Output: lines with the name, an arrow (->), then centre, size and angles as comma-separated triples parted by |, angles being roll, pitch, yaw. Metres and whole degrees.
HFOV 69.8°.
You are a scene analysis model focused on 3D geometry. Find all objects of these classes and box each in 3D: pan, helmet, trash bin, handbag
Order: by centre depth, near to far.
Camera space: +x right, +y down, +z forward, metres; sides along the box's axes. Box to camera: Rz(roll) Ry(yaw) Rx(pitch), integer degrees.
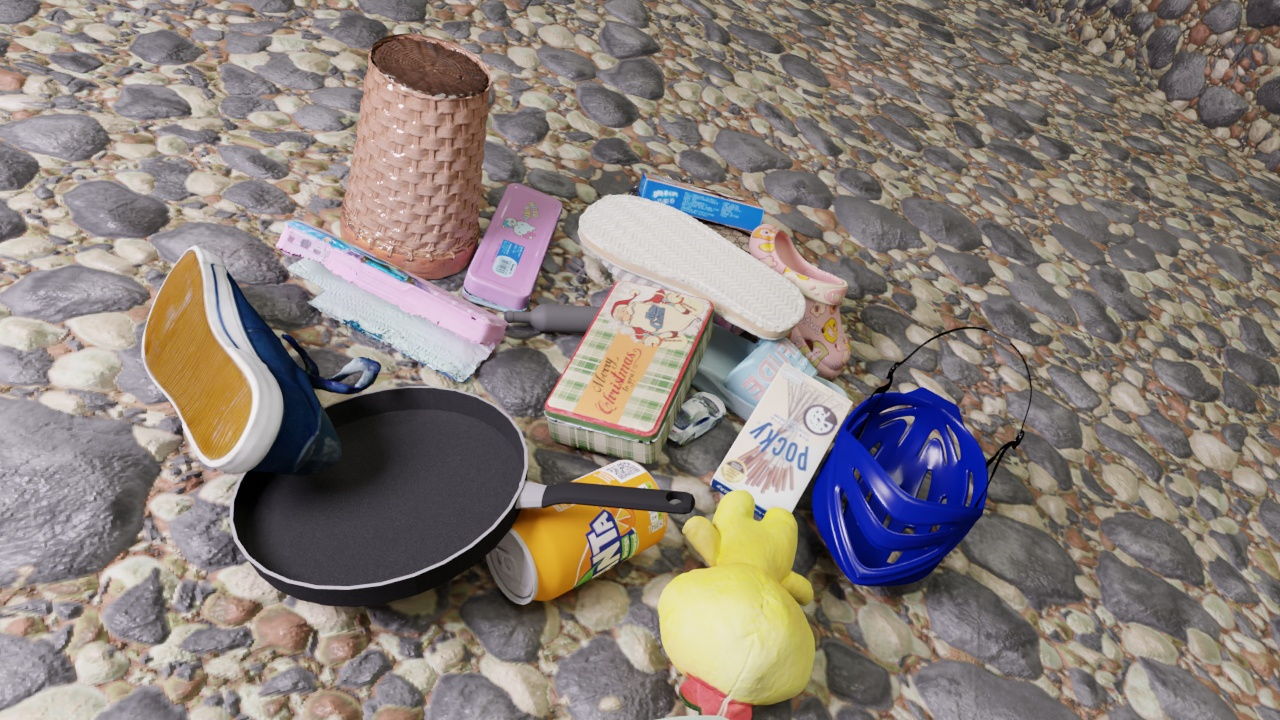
pan -> -0.135, 0.103, 0.706 | 0.357, 0.034, 0.224 | 4, 37, 10
helmet -> 0.261, 0.084, 0.845 | 0.148, 0.228, 0.240 | 30, 43, 10
trash bin -> -0.229, -0.211, 0.965 | 0.151, 0.211, 0.151 | 13, 41, -12
handbag -> 0.126, -0.137, 1.174 | 0.166, 0.063, 0.138 | 29, 22, 15

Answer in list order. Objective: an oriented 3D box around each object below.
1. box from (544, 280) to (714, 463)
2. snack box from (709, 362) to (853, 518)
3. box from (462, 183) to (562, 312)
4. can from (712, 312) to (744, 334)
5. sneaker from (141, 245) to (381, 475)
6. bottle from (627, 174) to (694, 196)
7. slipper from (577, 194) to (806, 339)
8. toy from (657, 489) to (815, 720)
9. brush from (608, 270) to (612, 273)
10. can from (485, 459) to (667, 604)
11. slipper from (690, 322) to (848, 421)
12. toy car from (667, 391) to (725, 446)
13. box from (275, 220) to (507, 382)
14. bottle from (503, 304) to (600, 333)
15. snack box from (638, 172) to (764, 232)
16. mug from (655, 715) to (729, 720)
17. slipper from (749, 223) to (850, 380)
box -> -0.005, 0.005, 0.910 | 0.118, 0.050, 0.204 | 12, 46, 18
snack box -> 0.140, 0.082, 0.905 | 0.082, 0.026, 0.149 | 30, 66, 10
box -> -0.144, -0.130, 1.053 | 0.076, 0.036, 0.213 | 20, 39, -8
can -> 0.099, -0.075, 1.075 | 0.076, 0.067, 0.067 | 39, 42, 20
sneaker -> -0.324, -0.001, 0.776 | 0.294, 0.121, 0.127 | 42, 9, 39
bottle -> 0.031, -0.231, 1.241 | 0.109, 0.036, 0.036 | -22, 57, -40
slipper -> 0.054, -0.100, 1.014 | 0.273, 0.054, 0.114 | 28, 59, 16
toy -> 0.086, 0.195, 0.750 | 0.134, 0.092, 0.207 | 23, 37, -4
brush -> -0.013, -0.150, 1.116 | 0.075, 0.056, 0.135 | 8, 41, -24
can -> -0.051, 0.140, 0.756 | 0.142, 0.079, 0.079 | -20, 55, -39
slipper -> 0.112, 0.000, 0.992 | 0.245, 0.074, 0.103 | 29, 41, 10
toy car -> 0.055, 0.056, 0.940 | 0.039, 0.027, 0.089 | 40, 43, 23
box -> -0.252, -0.055, 0.916 | 0.230, 0.077, 0.084 | 26, 3, 5
bottle -> -0.091, -0.045, 0.983 | 0.112, 0.030, 0.030 | 1, 44, -24
snack box -> 0.074, -0.199, 1.153 | 0.151, 0.034, 0.087 | 13, 15, -6
mug -> 0.025, 0.300, 0.622 | 0.103, 0.084, 0.111 | 3, 70, -39
slipper -> 0.194, -0.074, 1.050 | 0.093, 0.082, 0.197 | -27, 91, -56
